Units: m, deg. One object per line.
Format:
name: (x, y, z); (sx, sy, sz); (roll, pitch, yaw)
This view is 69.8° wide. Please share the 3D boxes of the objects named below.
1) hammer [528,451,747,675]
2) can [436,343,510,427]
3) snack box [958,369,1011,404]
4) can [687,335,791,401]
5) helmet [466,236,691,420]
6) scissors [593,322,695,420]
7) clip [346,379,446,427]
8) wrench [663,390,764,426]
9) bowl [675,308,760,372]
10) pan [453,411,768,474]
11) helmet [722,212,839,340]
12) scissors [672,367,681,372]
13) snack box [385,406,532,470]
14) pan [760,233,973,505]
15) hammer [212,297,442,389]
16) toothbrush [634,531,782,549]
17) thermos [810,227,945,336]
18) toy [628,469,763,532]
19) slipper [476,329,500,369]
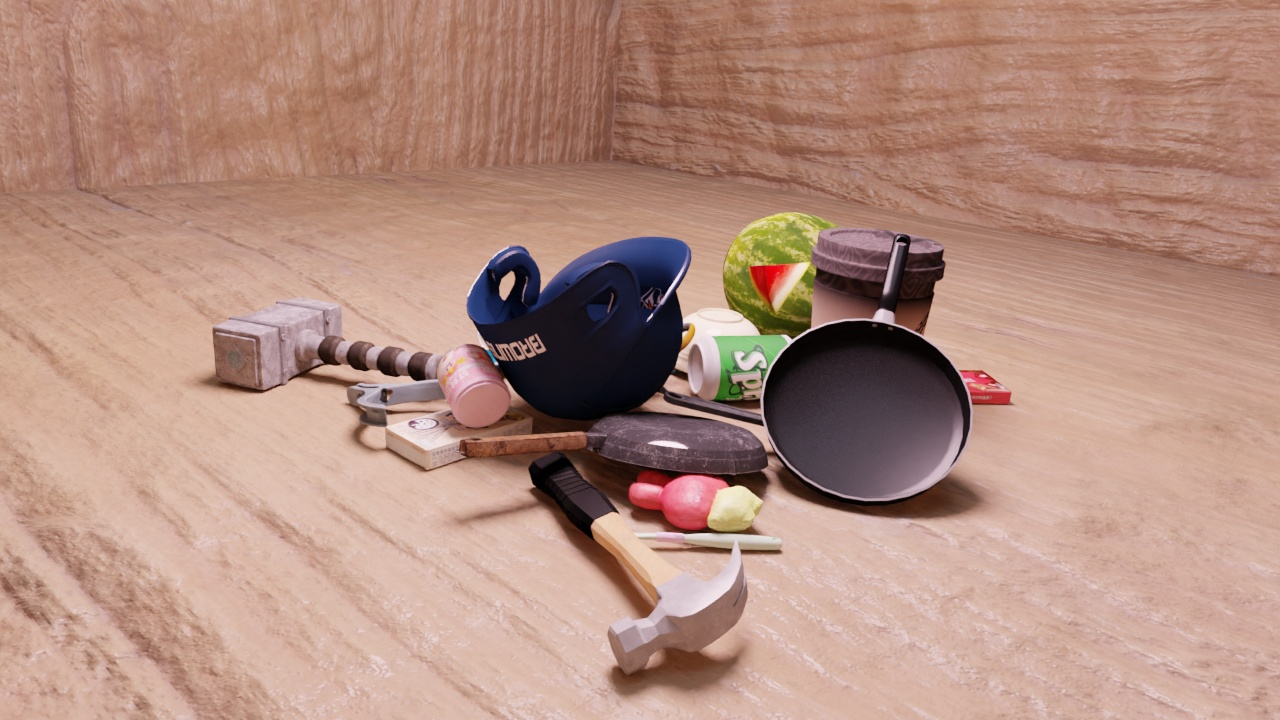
hammer: (-0.024, 0.154, 0.818); (0.131, 0.039, 0.328); (-22, 24, -20)
can: (-0.188, 0.029, 1.031); (0.067, 0.067, 0.076); (-6, 37, -27)
snack box: (0.451, 0.037, 1.322); (0.133, 0.021, 0.089); (1, 20, -9)
can: (0.140, 0.010, 1.235); (0.139, 0.088, 0.088); (-1, 19, -15)
helmet: (-0.047, -0.051, 1.091); (0.233, 0.223, 0.271); (15, 59, 50)
scissors: (-0.008, 0.008, 1.222); (0.229, 0.016, 0.225); (-35, 28, -24)
clip: (-0.281, 0.049, 1.072); (0.164, 0.032, 0.165); (-5, 10, -4)
wrench: (0.156, 0.073, 1.074); (0.273, 0.018, 0.073); (14, 16, -13)
bowl: (0.112, -0.032, 1.339); (0.151, 0.075, 0.150); (4, 18, -2)
pan: (-0.024, 0.082, 0.962); (0.356, 0.040, 0.208); (4, 5, -33)
helmet: (0.251, -0.110, 1.408); (0.242, 0.213, 0.247); (12, 22, -48)
scissors: (0.088, 0.005, 1.356); (0.139, 0.011, 0.134); (-2, 17, -22)
snack box: (-0.205, 0.081, 1.046); (0.082, 0.026, 0.149); (19, 24, 39)
pan: (0.267, 0.000, 1.043); (0.225, 0.034, 0.355); (13, 61, 14)
hammer: (-0.368, -0.007, 1.188); (0.327, 0.079, 0.176); (10, 19, 16)
toothbrush: (0.057, 0.169, 0.858); (0.154, 0.015, 0.022); (3, 21, -5)
thermos: (0.304, -0.050, 1.228); (0.172, 0.226, 0.172); (4, 19, -1)
toy: (0.053, 0.136, 0.906); (0.135, 0.045, 0.091); (12, 16, 26)
slipper: (-0.178, -0.039, 1.333); (0.118, 0.060, 0.294); (3, 17, 29)
